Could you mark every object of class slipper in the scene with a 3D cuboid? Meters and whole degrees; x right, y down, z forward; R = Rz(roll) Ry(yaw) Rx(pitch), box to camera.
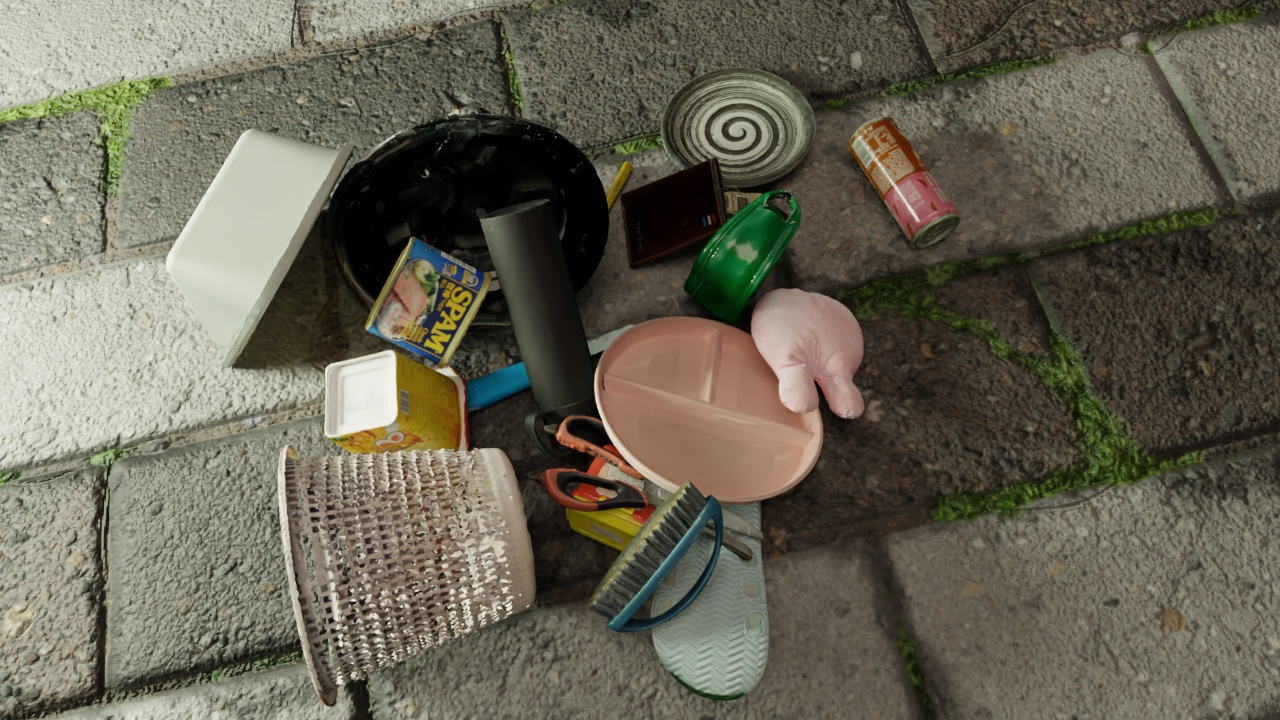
[{"bbox_3d":[0.068,0.194,0.855,0.104,0.074,0.244,3,51,6],"label":"slipper"}]

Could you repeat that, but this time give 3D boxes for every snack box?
[{"bbox_3d":[-0.017,0.132,0.881,0.091,0.082,0.080,23,62,6],"label":"snack box"}]

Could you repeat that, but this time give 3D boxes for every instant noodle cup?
[{"bbox_3d":[-0.241,0.052,0.896,0.116,0.123,0.116,-13,67,12],"label":"instant noodle cup"}]

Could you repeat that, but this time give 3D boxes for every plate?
[{"bbox_3d":[0.065,0.047,0.894,0.229,0.028,0.229,10,46,-11],"label":"plate"},{"bbox_3d":[0.112,-0.267,1.067,0.179,0.024,0.179,-1,62,2],"label":"plate"}]

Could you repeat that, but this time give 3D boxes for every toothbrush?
[{"bbox_3d":[-0.050,-0.146,1.035,0.016,0.016,0.189,23,70,8],"label":"toothbrush"}]

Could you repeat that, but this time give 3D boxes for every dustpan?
[{"bbox_3d":[-0.347,-0.109,0.914,0.142,0.258,0.222,19,69,6],"label":"dustpan"}]

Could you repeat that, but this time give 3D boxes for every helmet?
[{"bbox_3d":[-0.180,-0.148,0.958,0.274,0.230,0.156,-19,24,-6],"label":"helmet"}]

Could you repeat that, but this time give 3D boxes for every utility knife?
[{"bbox_3d":[-0.098,0.006,0.969,0.216,0.018,0.034,-22,65,-3],"label":"utility knife"}]

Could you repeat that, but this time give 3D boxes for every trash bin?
[{"bbox_3d":[-0.202,0.168,0.819,0.192,0.228,0.227,-11,66,-15],"label":"trash bin"}]

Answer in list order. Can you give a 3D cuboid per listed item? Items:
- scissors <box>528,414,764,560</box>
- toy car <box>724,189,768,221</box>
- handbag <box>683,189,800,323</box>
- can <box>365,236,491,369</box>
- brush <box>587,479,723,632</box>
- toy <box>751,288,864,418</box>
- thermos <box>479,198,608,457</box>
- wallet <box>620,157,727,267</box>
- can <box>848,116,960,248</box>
[{"bbox_3d":[0.002,0.125,0.834,0.204,0.015,0.202,-13,55,-22],"label":"scissors"},{"bbox_3d":[0.099,-0.168,1.024,0.090,0.035,0.042,-1,68,1],"label":"toy car"},{"bbox_3d":[0.105,-0.108,0.948,0.068,0.131,0.120,34,68,4],"label":"handbag"},{"bbox_3d":[-0.202,-0.055,0.872,0.083,0.057,0.102,27,102,-19],"label":"can"},{"bbox_3d":[0.022,0.175,0.782,0.073,0.055,0.144,40,92,2],"label":"brush"},{"bbox_3d":[0.172,-0.007,0.924,0.121,0.054,0.159,9,50,-10],"label":"toy"},{"bbox_3d":[-0.094,-0.025,0.878,0.069,0.242,0.089,-2,20,37],"label":"thermos"},{"bbox_3d":[0.036,-0.162,1.008,0.122,0.020,0.096,-18,63,27],"label":"wallet"},{"bbox_3d":[0.289,-0.197,1.010,0.058,0.058,0.147,-24,68,-6],"label":"can"}]
